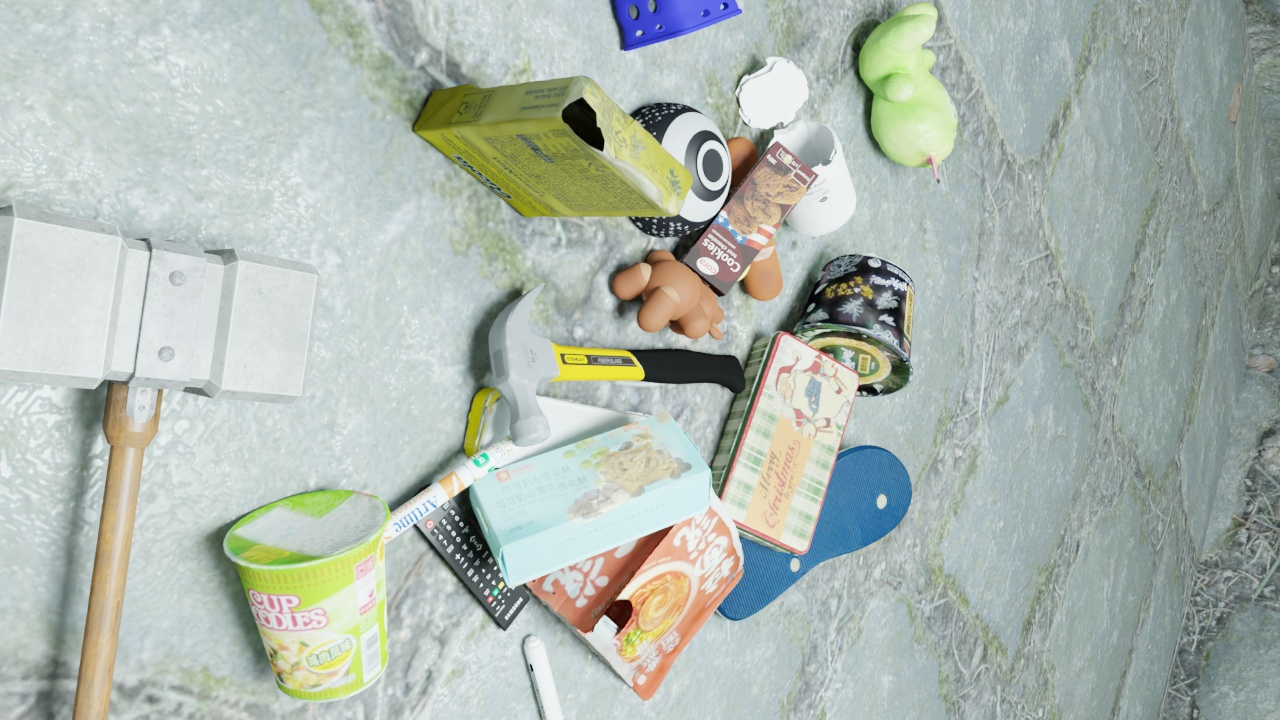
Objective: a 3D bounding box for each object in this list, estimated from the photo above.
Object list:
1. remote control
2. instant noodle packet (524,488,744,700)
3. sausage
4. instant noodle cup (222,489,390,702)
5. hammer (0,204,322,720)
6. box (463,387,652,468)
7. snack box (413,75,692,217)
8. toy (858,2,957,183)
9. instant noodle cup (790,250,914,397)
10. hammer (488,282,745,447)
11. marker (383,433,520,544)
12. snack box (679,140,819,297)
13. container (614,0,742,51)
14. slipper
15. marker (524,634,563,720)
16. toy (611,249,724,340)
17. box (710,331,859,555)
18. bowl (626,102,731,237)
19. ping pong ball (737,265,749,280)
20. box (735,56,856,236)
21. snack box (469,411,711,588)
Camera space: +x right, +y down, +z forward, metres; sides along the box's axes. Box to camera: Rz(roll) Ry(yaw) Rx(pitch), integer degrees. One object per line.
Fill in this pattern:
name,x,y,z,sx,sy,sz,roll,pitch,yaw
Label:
remote control,-0.130,0.155,0.708,0.033,0.015,0.147,-50,126,-30
instant noodle packet,0.016,0.202,0.823,0.164,0.084,0.221,-49,140,-19
sausage,0.109,-0.139,0.906,0.039,0.044,0.164,-17,109,-7
instant noodle cup,-0.203,0.152,0.584,0.098,0.099,0.108,-20,115,-43
hammer,-0.284,0.091,0.497,0.162,0.083,0.317,9,87,-46
box,-0.052,0.066,0.766,0.209,0.037,0.064,15,87,-46
snack box,-0.060,-0.145,0.635,0.121,0.181,0.045,34,74,-41
toy,0.311,-0.306,1.065,0.149,0.107,0.197,-60,144,-54
instant noodle cup,0.233,-0.041,0.991,0.137,0.137,0.112,45,54,-38
hammer,-0.005,0.005,0.794,0.322,0.029,0.127,2,66,-52
marker,-0.147,0.097,0.660,0.145,0.017,0.017,-35,118,-22
snack box,0.100,-0.130,0.852,0.051,0.032,0.141,38,87,-6
container,0.020,-0.333,0.770,0.084,0.085,0.114,-35,116,-37
slipper,0.177,0.177,0.997,0.294,0.060,0.118,-27,107,-27
marker,-0.075,0.290,0.773,0.017,0.020,0.133,-32,116,-50
toy,0.035,-0.052,0.831,0.127,0.065,0.095,23,35,-60
box,0.144,0.083,0.929,0.117,0.051,0.205,27,74,-16
bowl,0.040,-0.171,0.816,0.120,0.066,0.120,-5,97,-45
ping pong ball,0.086,-0.095,0.889,0.040,0.040,0.040,-5,97,-45
box,0.157,-0.212,0.925,0.156,0.084,0.125,53,20,-54
snack box,-0.037,0.104,0.705,0.174,0.075,0.053,-17,132,-18
